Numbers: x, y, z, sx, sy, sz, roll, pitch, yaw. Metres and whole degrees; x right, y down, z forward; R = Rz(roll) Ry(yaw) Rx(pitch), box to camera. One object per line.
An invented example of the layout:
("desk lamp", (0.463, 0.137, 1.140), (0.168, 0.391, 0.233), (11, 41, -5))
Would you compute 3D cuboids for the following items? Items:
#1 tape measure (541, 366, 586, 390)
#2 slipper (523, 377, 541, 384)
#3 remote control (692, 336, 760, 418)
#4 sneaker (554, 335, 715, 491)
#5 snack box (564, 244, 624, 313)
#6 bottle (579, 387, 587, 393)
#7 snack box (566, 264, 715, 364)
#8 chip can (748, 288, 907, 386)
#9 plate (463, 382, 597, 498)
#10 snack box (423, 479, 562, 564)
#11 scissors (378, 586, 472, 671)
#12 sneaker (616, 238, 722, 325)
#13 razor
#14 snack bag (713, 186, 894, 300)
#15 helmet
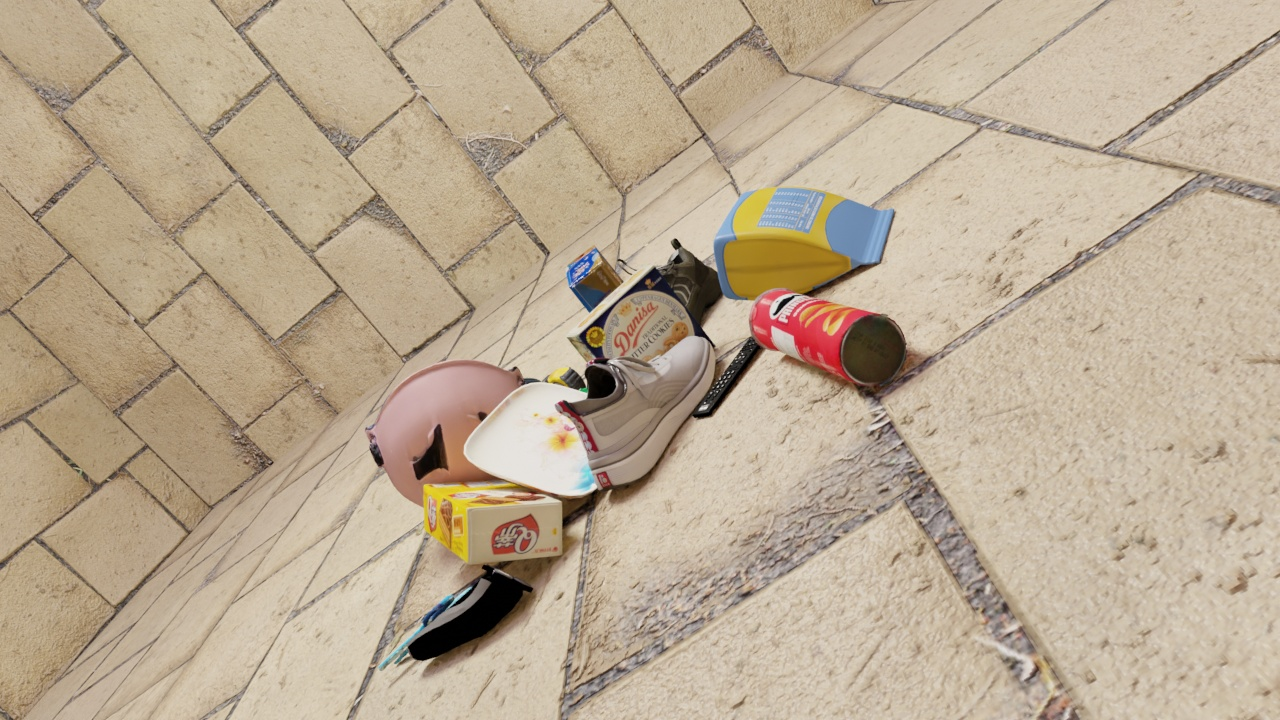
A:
("tape measure", (-0.113, 0.042, 1.429), (0.064, 0.065, 0.037), (-29, 14, 48))
("slipper", (-0.202, 0.083, 1.444), (0.101, 0.082, 0.263), (-35, -12, 7))
("remote control", (0.108, 0.017, 1.093), (0.030, 0.009, 0.139), (-16, 29, 54))
("sneaker", (-0.004, 0.031, 1.096), (0.097, 0.129, 0.262), (-20, 21, 44))
("snack box", (-0.050, -0.101, 1.520), (0.069, 0.155, 0.202), (-39, 15, 4))
("bottle", (-0.054, 0.057, 1.296), (0.043, 0.043, 0.111), (-46, 18, -25))
("snack box", (0.002, -0.024, 1.203), (0.144, 0.145, 0.043), (-44, 17, -16))
("chip can", (0.184, -0.028, 0.938), (0.073, 0.073, 0.233), (-40, 16, -4))
("plate", (-0.106, 0.098, 1.141), (0.187, 0.016, 0.186), (16, 37, 19))
("snack box", (-0.181, 0.185, 1.083), (0.110, 0.061, 0.231), (0, 0, -25))
("scissors", (-0.244, 0.300, 1.024), (0.140, 0.013, 0.114), (-39, -12, -13))
("sneaker", (0.028, -0.101, 1.365), (0.101, 0.143, 0.237), (-21, 24, 47))
("razor", (-0.187, 0.273, 0.973), (0.156, 0.057, 0.060), (-45, 43, 9))
("snack bag", (0.216, -0.156, 1.191), (0.206, 0.102, 0.158), (-1, 33, 24))
("helmet", (-0.247, 0.116, 1.252), (0.229, 0.152, 0.256), (-15, -35, -17))
